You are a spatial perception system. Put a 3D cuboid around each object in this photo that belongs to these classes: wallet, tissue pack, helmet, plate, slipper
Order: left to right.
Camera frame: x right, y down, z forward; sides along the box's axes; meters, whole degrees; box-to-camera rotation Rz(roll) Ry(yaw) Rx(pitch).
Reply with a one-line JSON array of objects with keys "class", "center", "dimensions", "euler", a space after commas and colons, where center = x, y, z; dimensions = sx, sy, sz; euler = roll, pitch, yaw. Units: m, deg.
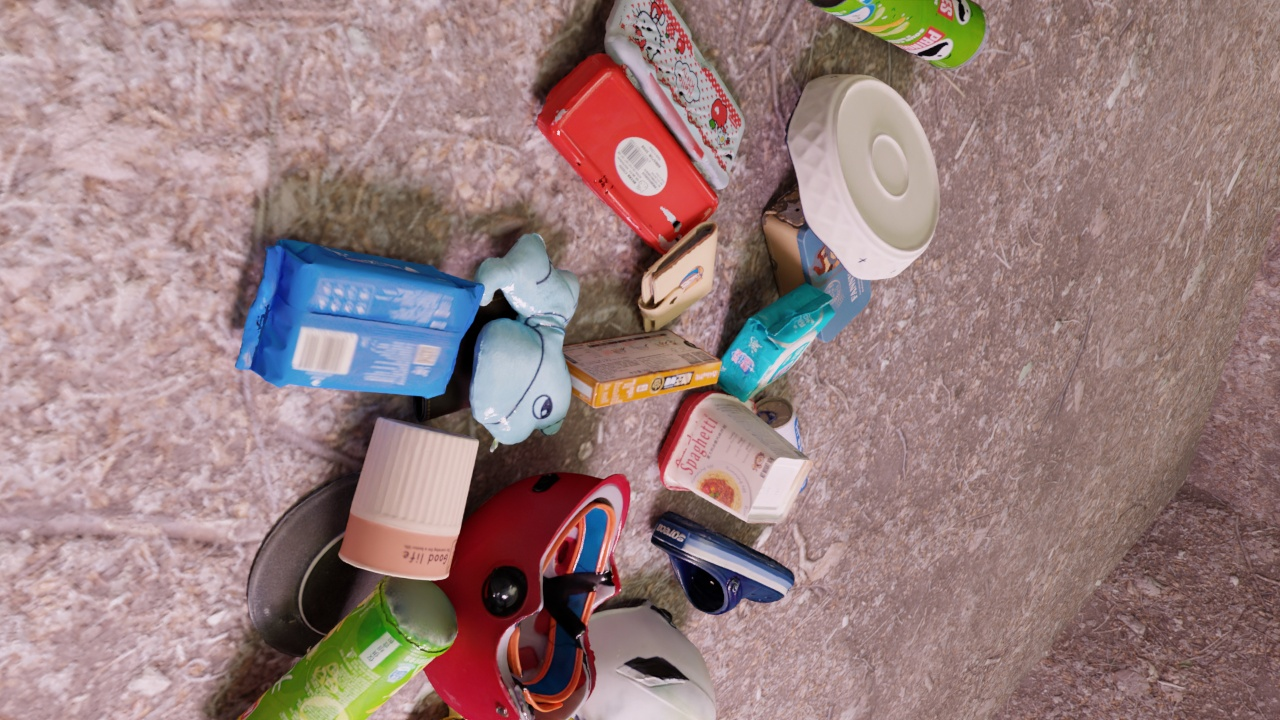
[{"class": "plate", "center": [-0.226, 0.170, 0.745], "dimensions": [0.179, 0.024, 0.180], "euler": [-26, 132, -33]}, {"class": "tissue pack", "center": [-0.187, -0.026, 0.625], "dimensions": [0.157, 0.052, 0.095], "euler": [8, 112, -41]}, {"class": "wallet", "center": [-0.125, -0.008, 0.736], "dimensions": [0.122, 0.020, 0.096], "euler": [-17, 127, -41]}, {"class": "helmet", "center": [-0.107, 0.196, 0.791], "dimensions": [0.207, 0.144, 0.240], "euler": [23, 82, -72]}, {"class": "helmet", "center": [-0.008, 0.404, 1.031], "dimensions": [0.228, 0.146, 0.259], "euler": [-45, 139, -15]}, {"class": "wallet", "center": [0.033, -0.069, 0.825], "dimensions": [0.087, 0.024, 0.115], "euler": [-37, 163, -12]}, {"class": "slipper", "center": [0.093, 0.250, 1.063], "dimensions": [0.252, 0.105, 0.095], "euler": [39, 78, -49]}, {"class": "tissue pack", "center": [0.137, -0.018, 0.939], "dimensions": [0.093, 0.050, 0.134], "euler": [-31, 163, -30]}, {"class": "plate", "center": [0.222, -0.180, 0.881], "dimensions": [0.204, 0.046, 0.204], "euler": [11, 74, -41]}]

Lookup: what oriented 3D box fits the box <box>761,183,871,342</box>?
[{"class": "box", "center": [0.189, -0.102, 0.966], "dimensions": [0.089, 0.062, 0.184], "euler": [-44, 137, -15]}]

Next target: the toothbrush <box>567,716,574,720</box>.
[{"class": "toothbrush", "center": [-0.093, 0.344, 0.914], "dimensions": [0.190, 0.016, 0.015], "euler": [41, 86, -12]}]

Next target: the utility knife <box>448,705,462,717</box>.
[{"class": "utility knife", "center": [-0.180, 0.333, 0.907], "dimensions": [0.030, 0.018, 0.167], "euler": [-17, 125, -34]}]

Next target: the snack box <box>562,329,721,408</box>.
[{"class": "snack box", "center": [-0.005, 0.005, 0.822], "dimensions": [0.153, 0.075, 0.026], "euler": [-10, 121, -42]}]

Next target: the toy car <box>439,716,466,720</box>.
[{"class": "toy car", "center": [-0.217, 0.410, 0.899], "dimensions": [0.071, 0.041, 0.156], "euler": [17, 104, -50]}]

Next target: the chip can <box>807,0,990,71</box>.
[{"class": "chip can", "center": [0.242, -0.333, 0.859], "dimensions": [0.235, 0.072, 0.072], "euler": [0, 115, -46]}]

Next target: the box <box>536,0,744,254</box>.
[{"class": "box", "center": [0.015, -0.189, 0.736], "dimensions": [0.161, 0.059, 0.201], "euler": [-58, 142, -5]}]

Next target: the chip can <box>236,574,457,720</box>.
[{"class": "chip can", "center": [-0.233, 0.249, 0.698], "dimensions": [0.221, 0.072, 0.072], "euler": [-43, 143, 14]}]

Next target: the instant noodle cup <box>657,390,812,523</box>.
[{"class": "instant noodle cup", "center": [0.101, 0.106, 0.962], "dimensions": [0.116, 0.124, 0.116], "euler": [12, 106, -49]}]

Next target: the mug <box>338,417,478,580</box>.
[{"class": "mug", "center": [-0.168, 0.105, 0.704], "dimensions": [0.114, 0.082, 0.106], "euler": [28, 74, -73]}]

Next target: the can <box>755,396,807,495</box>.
[{"class": "can", "center": [0.164, 0.104, 1.082], "dimensions": [0.053, 0.053, 0.135], "euler": [-40, 138, -20]}]

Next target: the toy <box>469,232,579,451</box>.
[{"class": "toy", "center": [-0.092, -0.006, 0.720], "dimensions": [0.156, 0.050, 0.161], "euler": [-58, 139, -16]}]
